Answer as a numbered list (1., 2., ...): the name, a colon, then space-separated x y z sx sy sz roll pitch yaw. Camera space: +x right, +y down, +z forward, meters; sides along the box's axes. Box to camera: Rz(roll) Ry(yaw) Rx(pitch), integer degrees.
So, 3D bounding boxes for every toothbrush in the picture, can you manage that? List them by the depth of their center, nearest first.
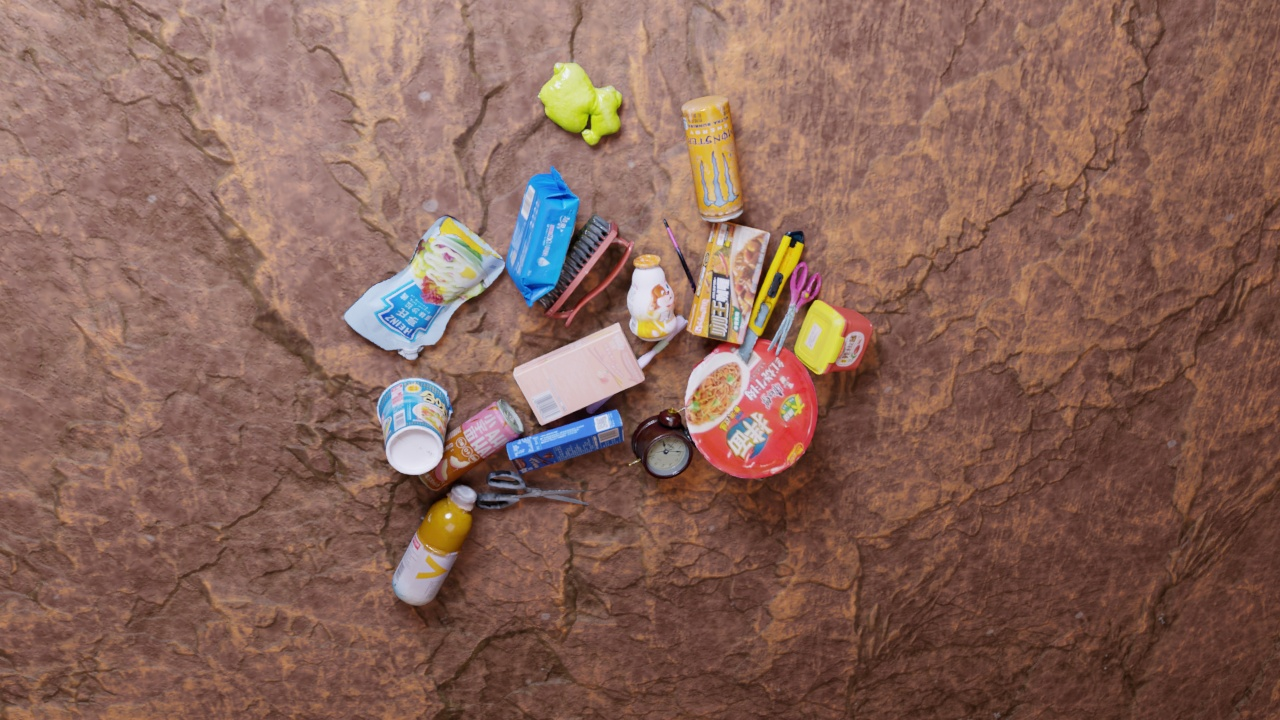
1. toothbrush: 0.066 -0.107 1.226 0.018 0.014 0.189 -21 119 12
2. toothbrush: -0.008 0.007 1.263 0.189 0.021 0.029 -44 150 11

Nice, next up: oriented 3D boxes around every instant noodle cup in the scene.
1. instant noodle cup: -0.291 0.089 1.183 0.099 0.110 0.099 -5 117 -11
2. instant noodle cup: 0.145 0.065 1.273 0.193 0.066 0.193 1 87 -15

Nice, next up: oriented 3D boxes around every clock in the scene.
1. clock: 0.040 0.115 1.308 0.082 0.055 0.122 36 102 -26

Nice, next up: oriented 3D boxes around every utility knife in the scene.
1. utility knife: 0.176 -0.087 1.233 0.033 0.015 0.193 22 94 -13

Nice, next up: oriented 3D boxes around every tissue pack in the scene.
1. tissue pack: -0.118 -0.151 1.113 0.052 0.095 0.157 9 114 -24

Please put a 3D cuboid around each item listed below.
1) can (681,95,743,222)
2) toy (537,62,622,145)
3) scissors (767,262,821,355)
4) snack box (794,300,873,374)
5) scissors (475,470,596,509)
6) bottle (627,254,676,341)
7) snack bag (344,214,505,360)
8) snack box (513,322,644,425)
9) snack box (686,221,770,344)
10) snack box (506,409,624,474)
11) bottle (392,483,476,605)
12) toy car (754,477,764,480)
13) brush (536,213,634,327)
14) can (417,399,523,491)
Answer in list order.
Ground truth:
1. can: 0.090 -0.249 1.133 0.058 0.058 0.146 -16 119 -6
2. toy: -0.071 -0.301 1.083 0.100 0.031 0.097 -3 119 -13
3. scissors: 0.201 -0.071 1.241 0.137 0.017 0.077 -57 137 -9
4. snack box: 0.270 -0.031 1.281 0.080 0.082 0.091 3 117 -30
5. scissors: -0.154 0.189 1.307 0.159 0.014 0.170 -20 141 12
6. bottle: 0.013 -0.082 1.196 0.063 0.063 0.108 -11 118 -8
7. snack bag: -0.268 -0.086 1.143 0.191 0.039 0.110 -44 129 11
8. snack box: -0.082 0.019 1.234 0.157 0.026 0.084 -24 114 4
9. snack box: 0.116 -0.103 1.212 0.075 0.026 0.154 11 99 -17
10. snack box: -0.101 0.113 1.262 0.157 0.026 0.085 -17 160 -5
11. bottle: -0.287 0.258 1.294 0.068 0.068 0.190 22 109 -23
12. toy car: 0.153 0.147 1.364 0.090 0.035 0.042 30 105 -23
13. brush: -0.073 -0.110 1.161 0.069 0.063 0.146 37 105 -13
14. can: -0.232 0.115 1.240 0.147 0.058 0.058 -34 119 5
